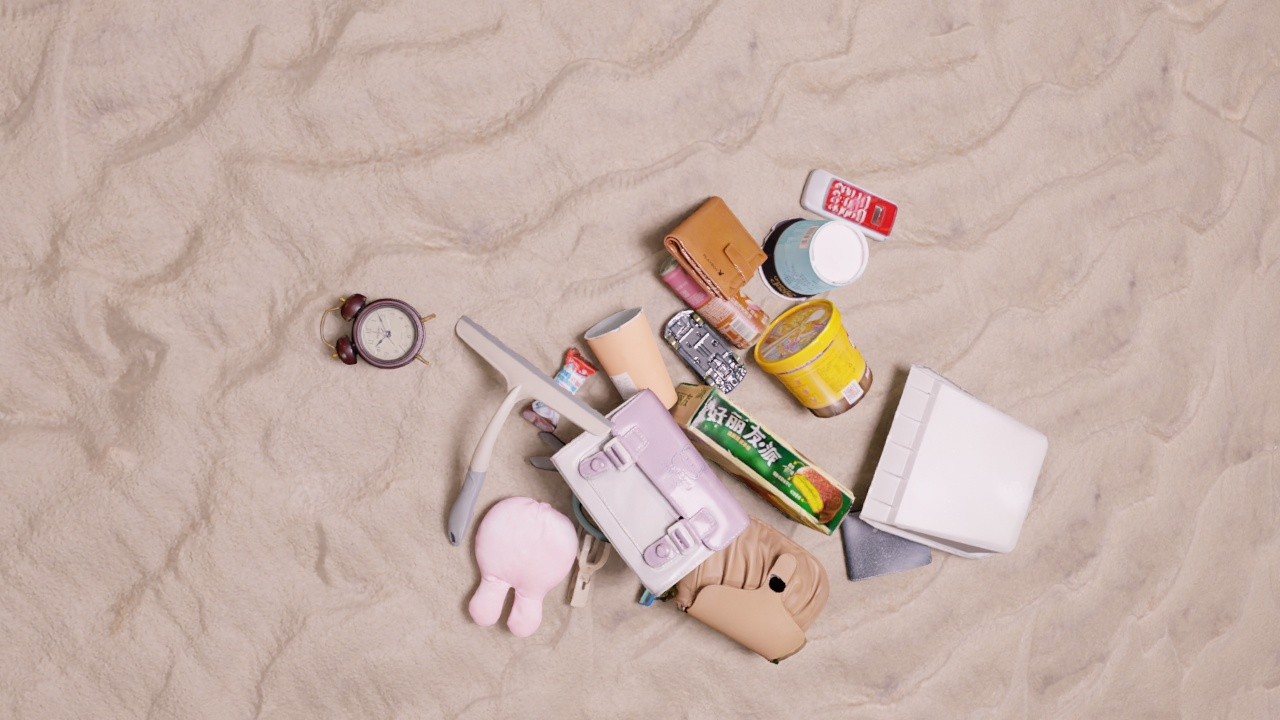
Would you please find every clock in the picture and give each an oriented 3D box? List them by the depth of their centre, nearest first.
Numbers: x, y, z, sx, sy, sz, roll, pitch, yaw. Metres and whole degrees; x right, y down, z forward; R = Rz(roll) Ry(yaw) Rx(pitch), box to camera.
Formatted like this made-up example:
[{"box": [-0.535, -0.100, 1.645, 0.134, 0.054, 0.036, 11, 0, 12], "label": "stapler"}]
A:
[{"box": [-0.295, -0.031, 1.029, 0.122, 0.055, 0.082, 8, 91, -15], "label": "clock"}]

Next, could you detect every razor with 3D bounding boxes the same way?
[{"box": [0.067, 0.303, 1.172, 0.142, 0.022, 0.043, 18, 113, -21], "label": "razor"}]

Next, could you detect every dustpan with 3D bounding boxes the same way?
[{"box": [0.438, 0.158, 1.254, 0.258, 0.143, 0.222, 21, 83, 2], "label": "dustpan"}]

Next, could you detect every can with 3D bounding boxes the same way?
[{"box": [0.093, -0.079, 1.141, 0.147, 0.058, 0.058, 42, 81, -14], "label": "can"}]

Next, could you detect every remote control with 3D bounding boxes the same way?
[{"box": [0.277, -0.204, 1.209, 0.136, 0.020, 0.056, 20, 88, -17], "label": "remote control"}]

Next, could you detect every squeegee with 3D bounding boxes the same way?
[{"box": [-0.177, 0.112, 1.043, 0.039, 0.246, 0.247, -1, 121, -58], "label": "squeegee"}]

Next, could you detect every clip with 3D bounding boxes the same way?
[{"box": [-0.068, 0.243, 1.131, 0.035, 0.089, 0.104, 11, 120, -18], "label": "clip"}]

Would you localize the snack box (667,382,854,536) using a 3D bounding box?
[{"box": [0.141, 0.121, 1.136, 0.240, 0.114, 0.063, 37, 81, -15], "label": "snack box"}]

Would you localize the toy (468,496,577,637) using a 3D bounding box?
[{"box": [-0.144, 0.243, 1.088, 0.121, 0.054, 0.159, 21, 86, -9], "label": "toy"}]

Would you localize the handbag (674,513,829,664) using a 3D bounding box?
[{"box": [0.142, 0.278, 1.141, 0.204, 0.100, 0.147, 34, 70, -22], "label": "handbag"}]

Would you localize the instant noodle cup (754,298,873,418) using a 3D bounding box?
[{"box": [0.224, 0.002, 1.158, 0.118, 0.118, 0.114, -45, 111, -10], "label": "instant noodle cup"}]

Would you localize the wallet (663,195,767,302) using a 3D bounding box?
[{"box": [0.094, -0.134, 1.112, 0.108, 0.031, 0.131, 49, 42, -4], "label": "wallet"}]

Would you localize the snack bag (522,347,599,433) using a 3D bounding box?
[{"box": [-0.096, 0.036, 1.107, 0.045, 0.026, 0.105, 38, 84, -17], "label": "snack bag"}]

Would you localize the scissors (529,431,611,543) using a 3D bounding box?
[{"box": [-0.052, 0.152, 1.105, 0.174, 0.019, 0.176, 4, 69, -18], "label": "scissors"}]

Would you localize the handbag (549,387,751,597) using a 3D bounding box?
[{"box": [0.012, 0.147, 1.046, 0.145, 0.098, 0.197, -37, 86, -7], "label": "handbag"}]

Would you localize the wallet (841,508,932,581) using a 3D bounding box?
[{"box": [0.333, 0.240, 1.238, 0.121, 0.019, 0.097, -10, 100, -7], "label": "wallet"}]

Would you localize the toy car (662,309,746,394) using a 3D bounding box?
[{"box": [0.080, -0.009, 1.153, 0.054, 0.037, 0.120, -44, 94, -8], "label": "toy car"}]

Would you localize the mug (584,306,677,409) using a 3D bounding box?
[{"box": [-0.007, 0.006, 1.109, 0.078, 0.078, 0.123, -30, 105, -13], "label": "mug"}]

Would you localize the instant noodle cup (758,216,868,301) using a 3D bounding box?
[{"box": [0.222, -0.129, 1.143, 0.111, 0.120, 0.111, -1, 93, -17], "label": "instant noodle cup"}]
